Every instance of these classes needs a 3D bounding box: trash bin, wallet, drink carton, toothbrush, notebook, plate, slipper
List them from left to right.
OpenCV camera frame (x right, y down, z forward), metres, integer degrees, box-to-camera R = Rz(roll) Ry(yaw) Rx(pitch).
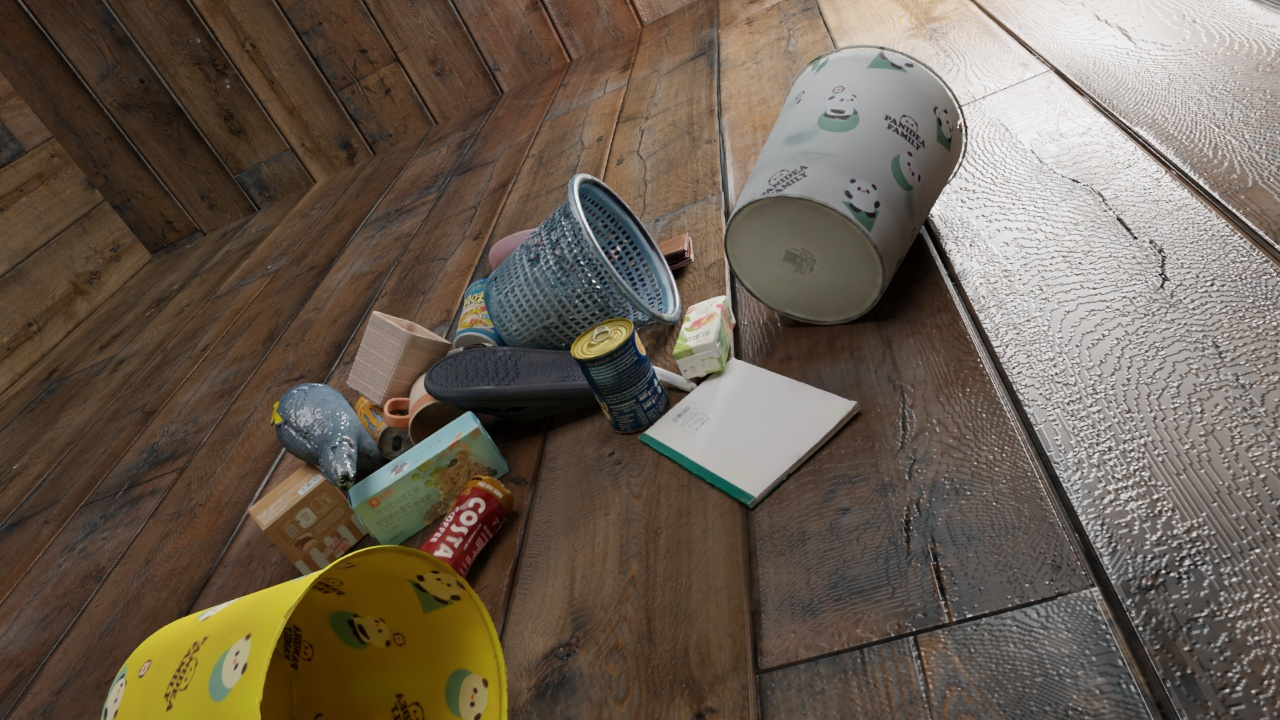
[{"bbox_3d":[-0.278,0.282,0.735,0.256,0.229,0.228,-17,30,31],"label":"trash bin"},{"bbox_3d":[-0.136,0.042,1.135,0.268,0.083,0.110,-1,28,7],"label":"slipper"},{"bbox_3d":[-0.126,-0.139,1.352,0.193,0.192,0.039,-13,71,27],"label":"plate"},{"bbox_3d":[-0.088,-0.096,1.203,0.195,0.226,0.226,-33,26,21],"label":"trash bin"},{"bbox_3d":[-0.006,0.006,1.090,0.180,0.016,0.016,21,36,35],"label":"toothbrush"},{"bbox_3d":[0.018,-0.145,1.339,0.125,0.032,0.101,-21,18,12],"label":"wallet"},{"bbox_3d":[0.077,-0.026,1.073,0.054,0.045,0.122,-16,25,20],"label":"drink carton"},{"bbox_3d":[0.103,0.066,0.945,0.150,0.012,0.209,-39,29,-16],"label":"notebook"},{"bbox_3d":[0.227,-0.191,1.047,0.230,0.229,0.251,-2,44,40],"label":"trash bin"}]

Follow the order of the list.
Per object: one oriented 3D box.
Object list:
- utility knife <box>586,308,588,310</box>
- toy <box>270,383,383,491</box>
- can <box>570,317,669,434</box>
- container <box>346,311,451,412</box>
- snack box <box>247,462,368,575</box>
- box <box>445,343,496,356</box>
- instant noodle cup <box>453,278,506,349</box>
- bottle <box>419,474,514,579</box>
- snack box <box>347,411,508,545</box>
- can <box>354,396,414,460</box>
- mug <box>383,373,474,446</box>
[{"bbox_3d":[-0.062,-0.081,1.332,0.175,0.013,0.029,-14,30,22],"label":"utility knife"},{"bbox_3d":[-0.394,0.090,1.150,0.091,0.138,0.357,-45,16,-10],"label":"toy"},{"bbox_3d":[-0.021,0.018,1.033,0.075,0.111,0.075,-21,28,12],"label":"can"},{"bbox_3d":[-0.333,0.005,1.255,0.090,0.090,0.111,27,94,31],"label":"container"},{"bbox_3d":[-0.399,0.193,1.108,0.092,0.094,0.077,-42,31,-22],"label":"snack box"},{"bbox_3d":[-0.269,0.029,1.297,0.163,0.076,0.086,-15,49,20],"label":"box"},{"bbox_3d":[-0.229,-0.050,1.359,0.099,0.099,0.109,-15,39,25],"label":"instant noodle cup"},{"bbox_3d":[-0.197,0.199,0.953,0.058,0.057,0.174,-7,35,35],"label":"bottle"},{"bbox_3d":[-0.248,0.141,1.077,0.174,0.074,0.051,-34,29,-8],"label":"snack box"},{"bbox_3d":[-0.353,0.089,1.273,0.058,0.058,0.146,-37,29,-14],"label":"can"},{"bbox_3d":[-0.275,0.067,1.195,0.114,0.082,0.106,1,22,-15],"label":"mug"}]
